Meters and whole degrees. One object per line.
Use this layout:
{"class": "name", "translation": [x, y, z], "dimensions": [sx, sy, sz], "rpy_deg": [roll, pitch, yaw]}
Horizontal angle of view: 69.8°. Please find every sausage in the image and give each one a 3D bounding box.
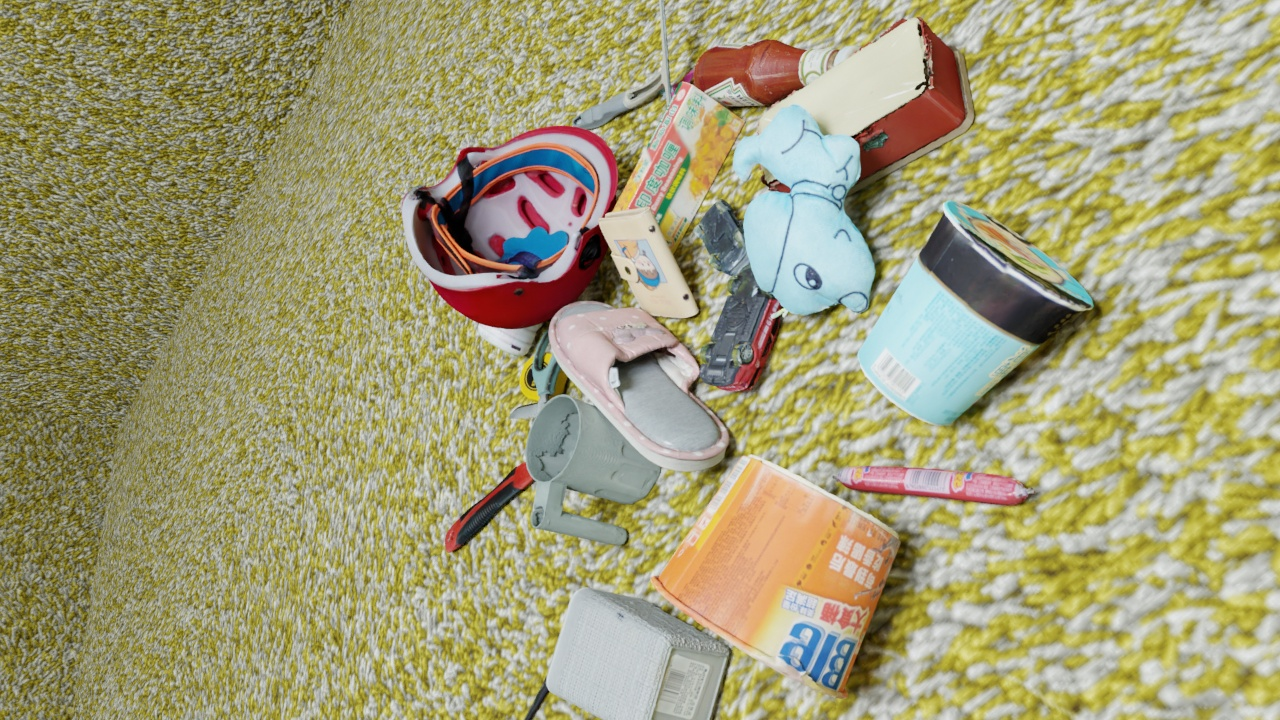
{"class": "sausage", "translation": [0.195, 0.084, 0.628], "dimensions": [0.156, 0.020, 0.020], "rpy_deg": [-3, 70, 51]}

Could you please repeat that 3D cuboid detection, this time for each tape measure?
{"class": "tape measure", "translation": [-0.107, 0.021, 1.037], "dimensions": [0.057, 0.029, 0.060], "rpy_deg": [9, 77, 34]}

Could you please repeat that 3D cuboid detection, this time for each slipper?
{"class": "slipper", "translation": [-0.005, 0.005, 0.856], "dimensions": [0.274, 0.114, 0.055], "rpy_deg": [52, 140, 48]}

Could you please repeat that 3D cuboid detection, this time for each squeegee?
{"class": "squeegee", "translation": [-0.014, -0.311, 1.087], "dimensions": [0.247, 0.039, 0.246], "rpy_deg": [-5, 91, 61]}

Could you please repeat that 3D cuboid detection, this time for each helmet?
{"class": "helmet", "translation": [-0.125, -0.132, 0.993], "dimensions": [0.207, 0.144, 0.239], "rpy_deg": [37, 66, 28]}

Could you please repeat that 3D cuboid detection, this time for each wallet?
{"class": "wallet", "translation": [0.005, -0.095, 0.900], "dimensions": [0.024, 0.115, 0.087], "rpy_deg": [-42, 26, -29]}

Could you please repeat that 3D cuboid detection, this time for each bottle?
{"class": "bottle", "translation": [0.131, -0.274, 0.871], "dimensions": [0.206, 0.059, 0.060], "rpy_deg": [21, 88, 54]}
{"class": "bottle", "translation": [-0.119, -0.102, 1.095], "dimensions": [0.197, 0.068, 0.068], "rpy_deg": [-58, 36, 6]}

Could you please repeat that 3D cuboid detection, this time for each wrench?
{"class": "wrench", "translation": [-0.145, 0.146, 1.036], "dimensions": [0.274, 0.016, 0.056], "rpy_deg": [-39, 44, 33]}

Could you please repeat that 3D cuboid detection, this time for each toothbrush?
{"class": "toothbrush", "translation": [-0.096, 0.317, 0.881], "dimensions": [0.181, 0.018, 0.015], "rpy_deg": [-60, 33, 8]}

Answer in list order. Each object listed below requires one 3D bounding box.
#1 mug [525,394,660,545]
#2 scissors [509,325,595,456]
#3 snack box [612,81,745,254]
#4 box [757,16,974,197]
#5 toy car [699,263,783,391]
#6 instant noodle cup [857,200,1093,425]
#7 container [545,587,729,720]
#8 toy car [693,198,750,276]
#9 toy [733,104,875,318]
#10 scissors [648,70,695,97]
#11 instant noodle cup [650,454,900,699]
{"class": "mug", "translation": [-0.046, 0.105, 0.855], "dimensions": [0.084, 0.103, 0.123], "rpy_deg": [-11, 64, 49]}
{"class": "scissors", "translation": [-0.069, 0.026, 0.974], "dimensions": [0.170, 0.019, 0.173], "rpy_deg": [6, 74, 40]}
{"class": "snack box", "translation": [0.037, -0.193, 0.930], "dimensions": [0.156, 0.077, 0.027], "rpy_deg": [-61, 36, 8]}
{"class": "box", "translation": [0.174, -0.203, 0.756], "dimensions": [0.169, 0.079, 0.091], "rpy_deg": [-26, 53, 42]}
{"class": "toy car", "translation": [0.092, -0.028, 0.798], "dimensions": [0.053, 0.045, 0.120], "rpy_deg": [6, 71, 51]}
{"class": "instant noodle cup", "translation": [0.210, -0.025, 0.605], "dimensions": [0.121, 0.111, 0.111], "rpy_deg": [-58, 36, 28]}
{"class": "container", "translation": [0.000, 0.246, 0.735], "dimensions": [0.114, 0.090, 0.090], "rpy_deg": [8, 79, 50]}
{"class": "toy car", "translation": [0.082, -0.116, 0.868], "dimensions": [0.043, 0.034, 0.090], "rpy_deg": [-52, 36, 25]}
{"class": "toy", "translation": [0.130, -0.110, 0.737], "dimensions": [0.161, 0.049, 0.157], "rpy_deg": [37, 120, 18]}
{"class": "scissors", "translation": [0.034, -0.304, 1.050], "dimensions": [0.135, 0.017, 0.063], "rpy_deg": [37, 114, 58]}
{"class": "instant noodle cup", "translation": [0.098, 0.140, 0.624], "dimensions": [0.151, 0.151, 0.111], "rpy_deg": [22, 81, 54]}
